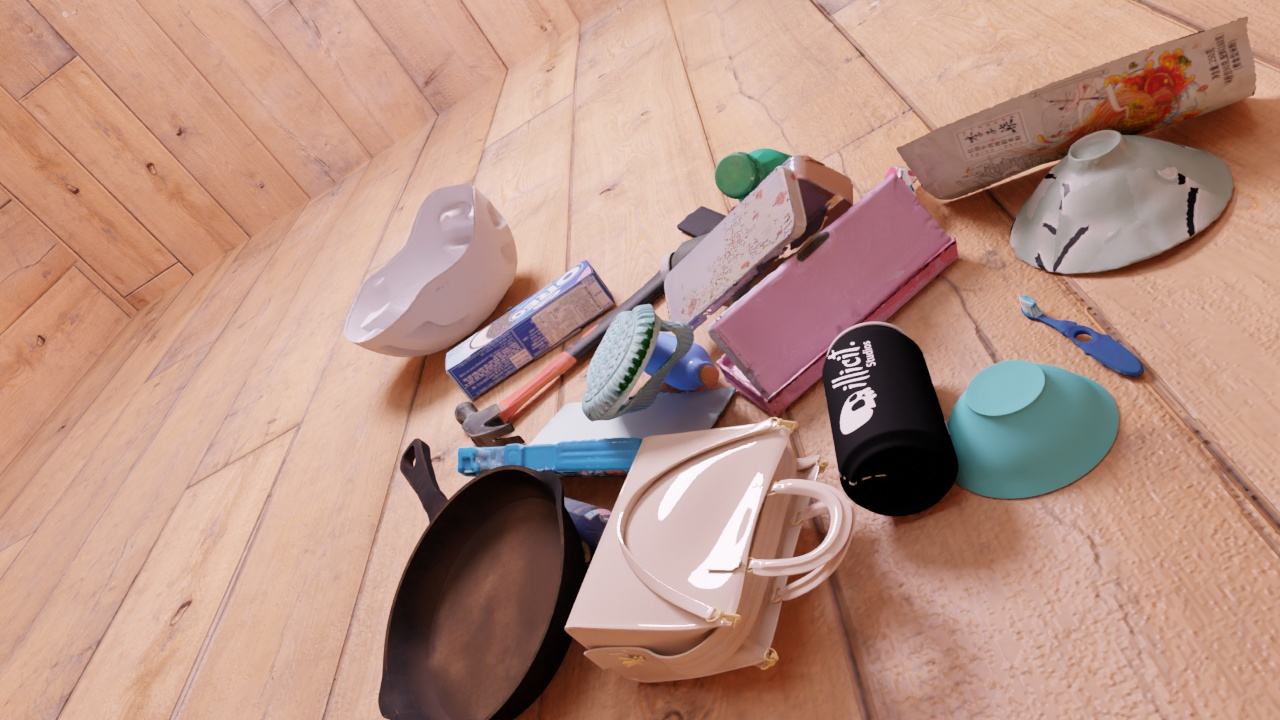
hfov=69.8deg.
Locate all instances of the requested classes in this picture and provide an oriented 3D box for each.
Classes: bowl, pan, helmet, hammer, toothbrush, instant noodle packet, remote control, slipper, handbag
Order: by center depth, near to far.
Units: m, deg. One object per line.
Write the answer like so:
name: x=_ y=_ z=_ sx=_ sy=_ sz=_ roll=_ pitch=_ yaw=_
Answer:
bowl: x=0.261 y=0.035 z=0.640 sx=0.121 sy=0.046 sz=0.121 roll=-27 pitch=30 yaw=17
handbag: x=0.064 y=0.125 z=0.643 sx=0.198 sy=0.101 sz=0.194 roll=-19 pitch=35 yaw=42
toothbrush: x=0.324 y=-0.020 z=0.684 sx=0.021 sy=0.016 sz=0.132 roll=-37 pitch=28 yaw=3
bowl: x=0.385 y=-0.150 z=0.757 sx=0.174 sy=0.068 sz=0.174 roll=-27 pitch=28 yaw=15
instant noodle packet: x=0.374 y=-0.205 z=0.800 sx=0.270 sy=0.146 sz=0.057 roll=-19 pitch=68 yaw=28
pan: x=-0.154 y=0.173 z=0.811 sx=0.249 sy=0.043 sz=0.356 roll=-53 pitch=36 yaw=7
slipper: x=-0.005 y=0.005 z=0.847 sx=0.116 sy=0.069 sz=0.276 roll=-59 pitch=7 yaw=2
hammer: x=-0.072 y=-0.015 z=1.089 sx=0.333 sy=0.033 sz=0.133 roll=-40 pitch=28 yaw=-9
remote control: x=0.090 y=-0.168 z=1.147 sx=0.045 sy=0.021 sz=0.140 roll=-38 pitch=28 yaw=-7
helmet: x=-0.302 y=-0.114 z=1.318 sx=0.225 sy=0.184 sz=0.281 roll=-4 pitch=35 yaw=52

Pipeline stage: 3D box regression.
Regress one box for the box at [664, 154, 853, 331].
box: x=0.115 y=-0.109 z=0.907 sx=0.217 sy=0.107 sz=0.094 roll=-40 pitch=61 yaw=50

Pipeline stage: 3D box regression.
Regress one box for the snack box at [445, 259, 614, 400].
snack box: x=-0.142 y=-0.039 z=1.170 sx=0.226 sy=0.059 sz=0.059 roll=-33 pitch=25 yaw=6

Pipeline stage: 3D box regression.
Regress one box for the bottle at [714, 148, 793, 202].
bottle: x=0.133 y=-0.192 z=0.981 sx=0.068 sy=0.068 sz=0.209 roll=-21 pitch=-2 yaw=26

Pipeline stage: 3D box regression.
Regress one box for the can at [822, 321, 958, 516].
can: x=0.181 y=0.040 z=0.683 sx=0.080 sy=0.080 sz=0.145 roll=-24 pitch=31 yaw=20

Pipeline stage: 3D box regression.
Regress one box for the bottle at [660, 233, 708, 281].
bottle: x=0.079 y=-0.113 z=1.037 sx=0.109 sy=0.060 sz=0.060 roll=-14 pitch=36 yaw=34

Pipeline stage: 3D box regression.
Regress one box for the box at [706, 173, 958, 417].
box: x=0.167 y=-0.067 z=0.829 sx=0.232 sy=0.098 sz=0.099 roll=-39 pitch=36 yaw=-6

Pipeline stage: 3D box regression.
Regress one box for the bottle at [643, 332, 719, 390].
bottle: x=0.042 y=0.004 z=0.899 sx=0.048 sy=0.048 sz=0.131 roll=-42 pitch=20 yaw=-10

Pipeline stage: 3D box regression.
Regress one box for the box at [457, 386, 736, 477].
box: x=-0.040 y=0.084 z=0.896 sx=0.244 sy=0.063 sz=0.173 roll=-7 pitch=11 yaw=41

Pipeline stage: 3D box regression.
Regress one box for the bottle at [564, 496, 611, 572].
bottle: x=-0.046 y=0.152 z=0.789 sx=0.161 sy=0.056 sz=0.056 roll=5 pitch=49 yaw=50

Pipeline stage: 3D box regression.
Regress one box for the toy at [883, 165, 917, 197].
toy: x=0.257 y=-0.164 z=0.936 sx=0.066 sy=0.050 sz=0.102 roll=-47 pitch=-5 yaw=22
